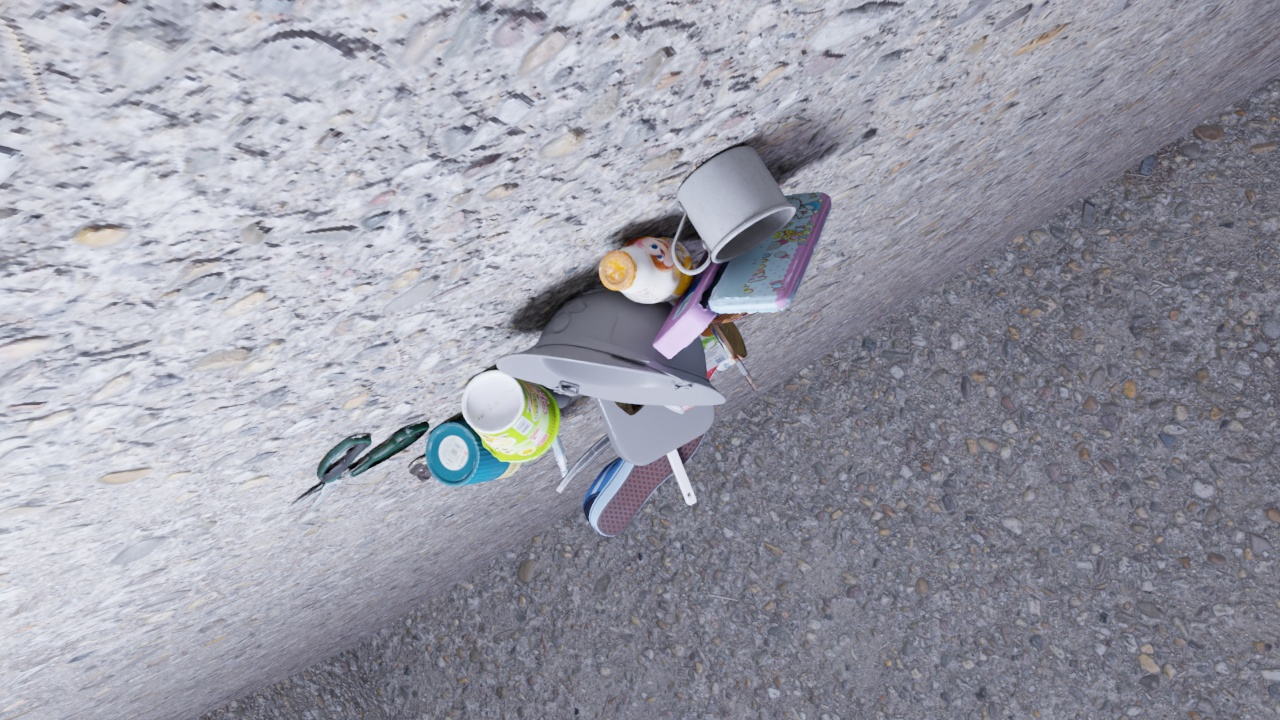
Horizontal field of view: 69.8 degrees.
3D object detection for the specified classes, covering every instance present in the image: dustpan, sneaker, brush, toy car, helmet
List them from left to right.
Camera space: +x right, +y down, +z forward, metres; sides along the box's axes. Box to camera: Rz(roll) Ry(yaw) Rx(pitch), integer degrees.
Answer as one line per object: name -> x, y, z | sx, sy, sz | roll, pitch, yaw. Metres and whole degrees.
toy car -> -0.258, 0.136, 1.236 | 0.112, 0.040, 0.049 | 3, 150, -39
helmet -> -0.019, -0.026, 0.931 | 0.184, 0.117, 0.270 | -3, 166, 41
sneaker -> -0.004, 0.147, 1.383 | 0.241, 0.083, 0.098 | -49, -148, -4
dustpan -> 0.035, 0.095, 1.315 | 0.163, 0.258, 0.033 | -27, -167, -20
brush -> 0.116, -0.022, 1.224 | 0.008, 0.143, 0.045 | -33, 178, 7

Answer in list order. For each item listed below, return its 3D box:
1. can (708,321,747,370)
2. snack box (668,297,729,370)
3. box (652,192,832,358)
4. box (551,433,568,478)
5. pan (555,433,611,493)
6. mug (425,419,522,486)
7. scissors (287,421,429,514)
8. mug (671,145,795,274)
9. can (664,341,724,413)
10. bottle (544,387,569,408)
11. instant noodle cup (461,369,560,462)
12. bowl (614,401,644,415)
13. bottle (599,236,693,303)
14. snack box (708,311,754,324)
can -> 0.115, -0.031, 1.339 | 0.043, 0.086, 0.086 | -33, 170, 24
snack box -> 0.030, -0.027, 1.086 | 0.101, 0.031, 0.186 | -31, 148, 6
box -> 0.098, -0.092, 0.871 | 0.150, 0.049, 0.213 | -20, -155, 34
box -> -0.148, 0.131, 1.330 | 0.087, 0.102, 0.202 | -31, 170, -10
pan -> -0.001, 0.081, 1.384 | 0.355, 0.055, 0.188 | -50, 178, -30
mug -> -0.198, 0.097, 1.134 | 0.114, 0.083, 0.107 | -62, 158, 12
scissors -> -0.322, 0.122, 1.050 | 0.146, 0.015, 0.210 | -21, 166, -47
mug -> 0.070, -0.128, 0.798 | 0.113, 0.070, 0.084 | -30, 170, 0
can -> 0.063, 0.014, 1.223 | 0.104, 0.064, 0.064 | -57, 175, -13
bottle -> -0.130, 0.051, 1.197 | 0.030, 0.030, 0.112 | -34, 169, 18
instant noodle cup -> -0.149, 0.057, 1.026 | 0.099, 0.099, 0.108 | -30, 162, -1
bowl -> -0.007, 0.007, 1.222 | 0.121, 0.056, 0.121 | -54, 165, -23
bottle -> 0.004, -0.083, 0.845 | 0.063, 0.063, 0.108 | -36, 169, 26
snack box -> 0.094, -0.069, 1.178 | 0.140, 0.031, 0.051 | -9, 168, -45
